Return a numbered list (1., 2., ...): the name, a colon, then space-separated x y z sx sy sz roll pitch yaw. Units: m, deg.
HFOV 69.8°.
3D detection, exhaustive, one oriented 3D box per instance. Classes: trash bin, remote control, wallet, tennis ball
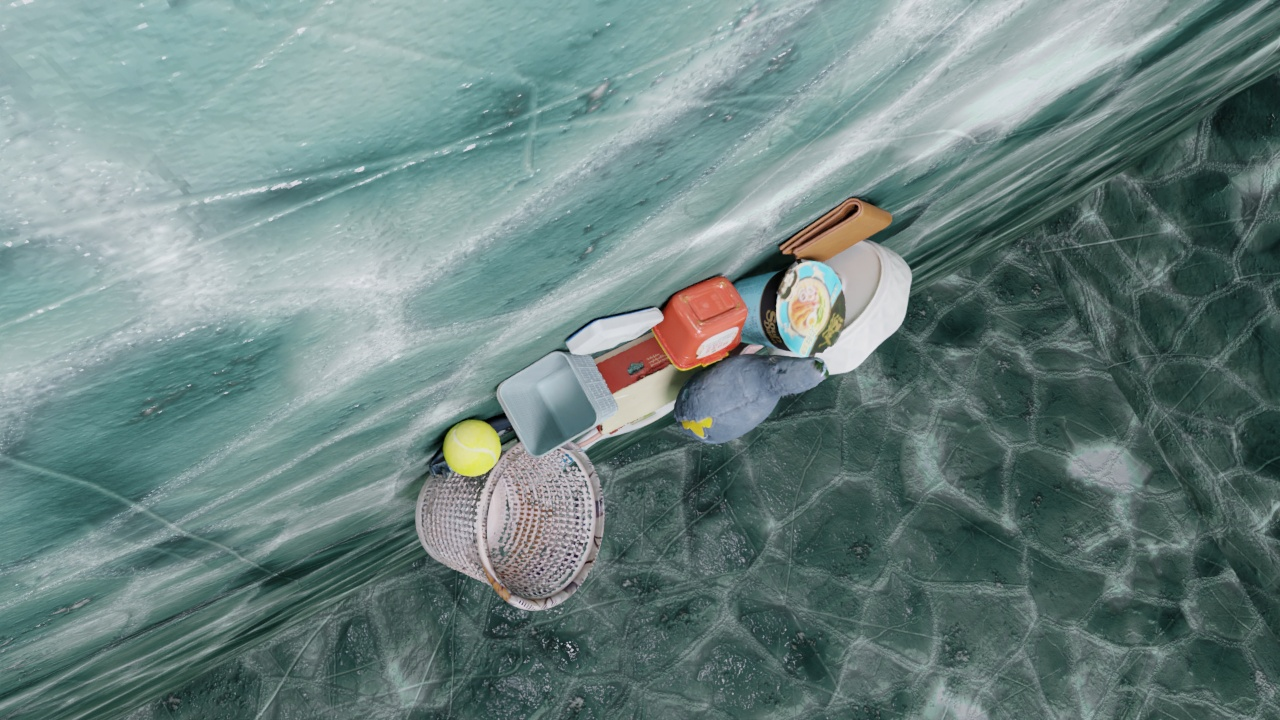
1. trash bin: -0.192 0.213 1.250 0.193 0.227 0.226 -3 -169 40
2. remote control: -0.026 -0.030 0.961 0.049 0.024 0.124 -33 172 33
3. wallet: 0.229 -0.148 1.070 0.108 0.031 0.131 -31 167 27
4. tennis ball: -0.193 0.100 1.054 0.065 0.065 0.065 -28 172 -4
5. remote control: -0.203 0.093 1.129 0.136 0.024 0.053 -23 169 -44

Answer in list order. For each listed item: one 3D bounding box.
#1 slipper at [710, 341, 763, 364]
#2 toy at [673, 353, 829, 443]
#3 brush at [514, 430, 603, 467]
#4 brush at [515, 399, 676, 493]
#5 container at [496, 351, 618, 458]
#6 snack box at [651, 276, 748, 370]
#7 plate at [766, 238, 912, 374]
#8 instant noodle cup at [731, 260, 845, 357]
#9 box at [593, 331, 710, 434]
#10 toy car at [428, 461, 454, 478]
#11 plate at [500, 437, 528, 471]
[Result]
1. slipper: 0.136 -0.021 1.349 0.113 0.054 0.275 -31 169 -36
2. toy: 0.111 0.046 1.082 0.137 0.091 0.357 -11 170 -14
3. brush: -0.114 0.099 1.310 0.146 0.073 0.063 -28 173 11
4. brush: -0.066 0.100 1.362 0.315 0.109 0.060 -27 130 24
5. container: -0.085 0.044 1.004 0.090 0.090 0.111 -30 175 12
6. snack box: 0.070 -0.043 1.022 0.091 0.082 0.080 -24 161 -24
7. plate: 0.235 -0.072 1.146 0.205 0.204 0.045 -32 128 23
8. instant noodle cup: 0.161 -0.061 1.085 0.111 0.111 0.121 -24 -164 -31
9. box: 0.009 0.027 1.154 0.168 0.077 0.091 -26 146 -20
10. toy car: -0.245 0.129 1.177 0.042 0.034 0.091 -29 -172 -28
11. plate: -0.199 0.152 1.518 0.230 0.027 0.230 -28 173 -4
